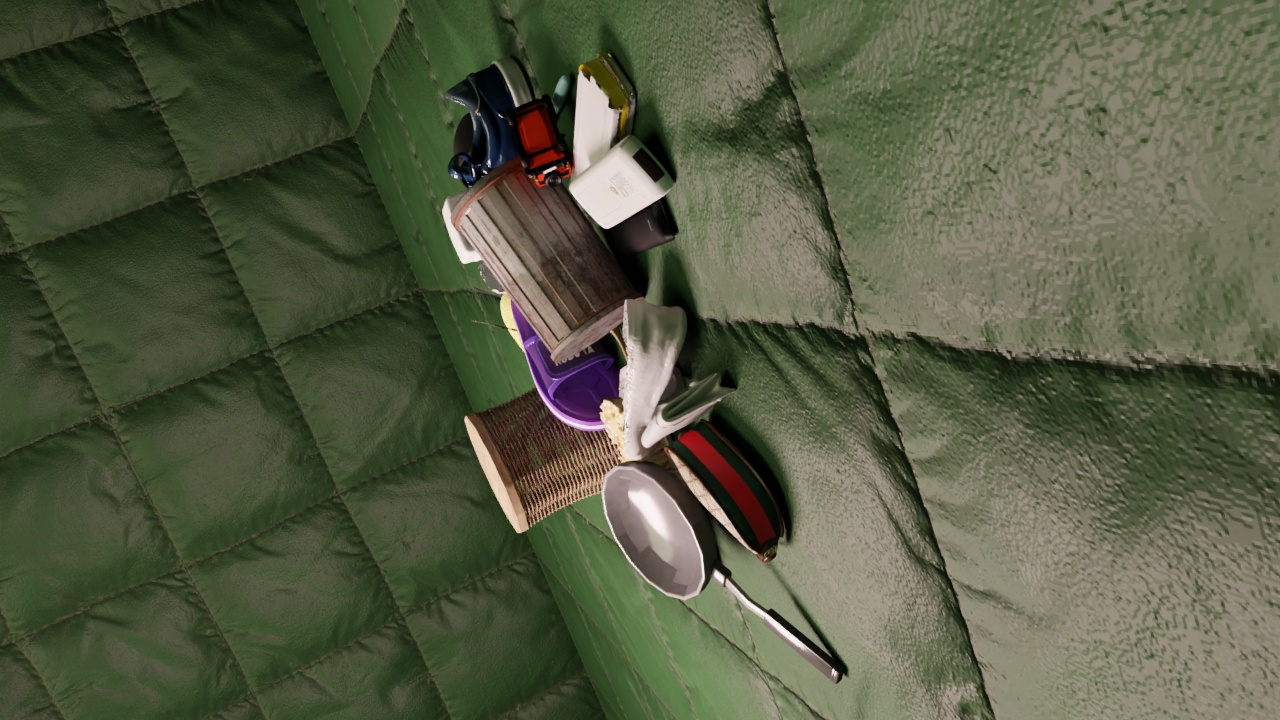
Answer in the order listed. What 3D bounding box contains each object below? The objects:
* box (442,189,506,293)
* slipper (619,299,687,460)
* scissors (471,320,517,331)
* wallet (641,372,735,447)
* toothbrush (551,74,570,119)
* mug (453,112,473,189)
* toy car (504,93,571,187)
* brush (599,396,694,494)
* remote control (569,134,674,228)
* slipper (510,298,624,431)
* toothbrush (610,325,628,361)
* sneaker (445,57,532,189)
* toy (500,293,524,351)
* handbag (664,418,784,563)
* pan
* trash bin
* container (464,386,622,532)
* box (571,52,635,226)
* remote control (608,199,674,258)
[{"bbox_3d":[-0.208,-0.168,1.322,0.190,0.110,0.083,63,163,18],"label":"box"},{"bbox_3d":[0.009,0.024,0.988,0.247,0.074,0.112,97,-174,-52],"label":"slipper"},{"bbox_3d":[-0.166,-0.039,1.346,0.131,0.170,0.012,31,-111,-80],"label":"scissors"},{"bbox_3d":[0.041,0.048,0.918,0.032,0.086,0.116,58,159,7],"label":"wallet"},{"bbox_3d":[-0.094,-0.274,0.993,0.016,0.022,0.155,25,168,-11],"label":"toothbrush"},{"bbox_3d":[-0.199,-0.292,1.203,0.119,0.084,0.100,-55,40,37],"label":"mug"},{"bbox_3d":[-0.103,-0.225,0.948,0.049,0.051,0.100,64,-174,-61],"label":"toy car"},{"bbox_3d":[0.026,0.161,1.164,0.083,0.056,0.271,4,118,62],"label":"brush"},{"bbox_3d":[-0.021,-0.163,0.854,0.060,0.025,0.139,47,157,-13],"label":"remote control"},{"bbox_3d":[-0.104,-0.027,1.234,0.084,0.107,0.266,89,156,-50],"label":"slipper"},{"bbox_3d":[-0.007,0.007,1.125,0.166,0.016,0.016,60,162,20],"label":"toothbrush"},{"bbox_3d":[-0.168,-0.209,1.129,0.120,0.127,0.295,45,156,54],"label":"sneaker"},{"bbox_3d":[-0.169,-0.049,1.469,0.155,0.064,0.171,31,151,42],"label":"toy"},{"bbox_3d":[0.088,0.139,0.957,0.166,0.063,0.138,44,163,49],"label":"handbag"},{"bbox_3d":[0.087,0.236,1.036,0.357,0.041,0.179,35,138,35],"label":"pan"},{"bbox_3d":[-0.106,-0.119,1.010,0.211,0.130,0.131,55,163,5],"label":"trash bin"},{"bbox_3d":[-0.128,0.124,1.342,0.226,0.196,0.227,56,161,30],"label":"container"},{"bbox_3d":[-0.040,-0.208,0.896,0.064,0.033,0.210,57,163,17],"label":"box"},{"bbox_3d":[-0.003,-0.128,0.914,0.041,0.020,0.152,68,163,-6],"label":"remote control"}]
